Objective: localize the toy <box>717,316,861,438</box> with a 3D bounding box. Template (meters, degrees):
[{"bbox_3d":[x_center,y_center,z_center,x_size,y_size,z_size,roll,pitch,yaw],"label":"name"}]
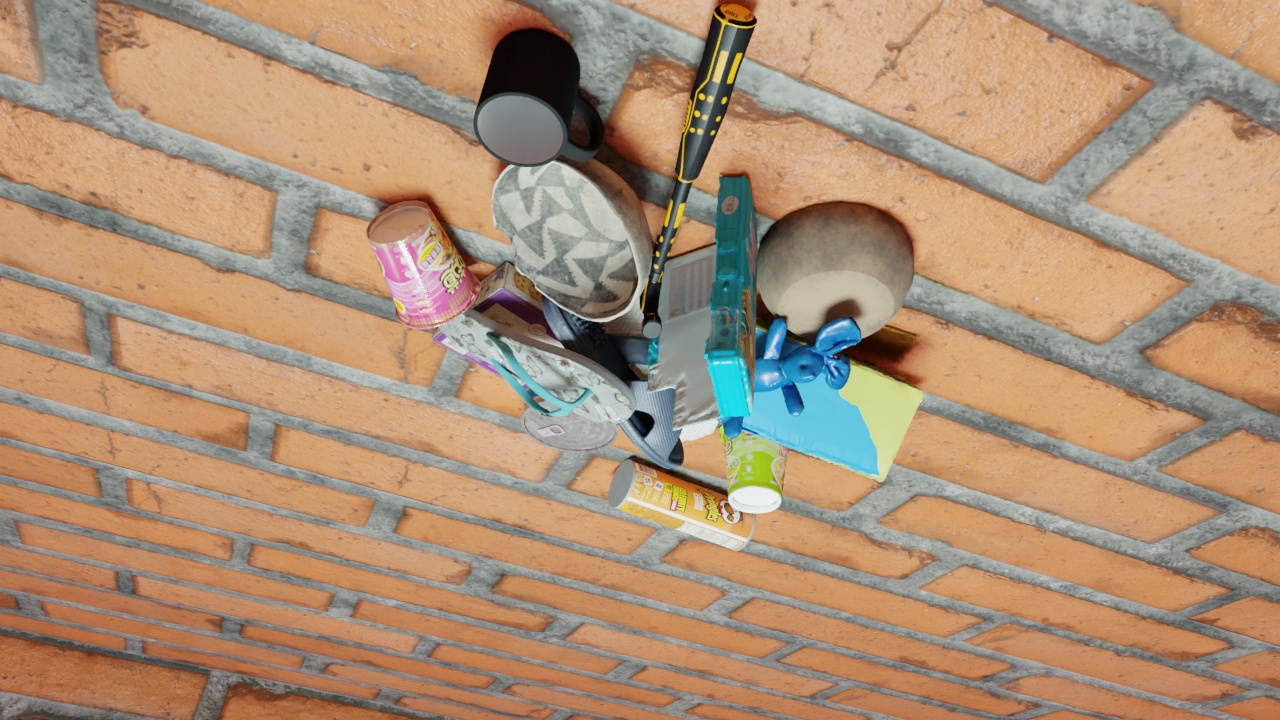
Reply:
[{"bbox_3d":[0.156,0.017,0.961,0.176,0.071,0.113,-30,132,14],"label":"toy"}]

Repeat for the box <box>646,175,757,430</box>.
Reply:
[{"bbox_3d":[0.072,-0.045,0.881,0.086,0.226,0.170,18,143,-15],"label":"box"}]

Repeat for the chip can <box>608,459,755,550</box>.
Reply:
[{"bbox_3d":[0.064,0.218,1.373,0.215,0.075,0.075,23,141,-21],"label":"chip can"}]

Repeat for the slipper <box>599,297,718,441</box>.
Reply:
[{"bbox_3d":[0.021,-0.004,1.096,0.115,0.053,0.273,-10,133,19],"label":"slipper"}]

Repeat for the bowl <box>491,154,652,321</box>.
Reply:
[{"bbox_3d":[-0.052,-0.132,0.890,0.178,0.081,0.179,28,143,23],"label":"bowl"}]

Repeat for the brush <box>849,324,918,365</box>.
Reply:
[{"bbox_3d":[0.252,-0.029,1.053,0.126,0.017,0.049,17,143,-14],"label":"brush"}]

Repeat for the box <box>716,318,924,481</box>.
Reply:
[{"bbox_3d":[0.191,0.040,1.044,0.221,0.082,0.124,19,100,-6],"label":"box"}]

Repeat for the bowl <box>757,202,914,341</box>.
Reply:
[{"bbox_3d":[0.200,-0.080,0.945,0.162,0.070,0.162,4,144,3],"label":"bowl"}]

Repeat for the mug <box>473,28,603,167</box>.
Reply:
[{"bbox_3d":[-0.081,-0.216,0.789,0.113,0.087,0.078,28,139,-27],"label":"mug"}]

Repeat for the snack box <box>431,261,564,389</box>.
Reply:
[{"bbox_3d":[-0.147,-0.035,1.088,0.143,0.040,0.148,32,137,-31],"label":"snack box"}]

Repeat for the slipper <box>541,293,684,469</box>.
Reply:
[{"bbox_3d":[-0.006,0.006,1.016,0.083,0.101,0.263,-29,116,18],"label":"slipper"}]

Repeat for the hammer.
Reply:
[{"bbox_3d":[0.041,-0.170,0.838,0.036,0.123,0.321,8,134,-10],"label":"hammer"}]

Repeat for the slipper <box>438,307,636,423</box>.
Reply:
[{"bbox_3d":[-0.126,0.015,0.989,0.269,0.054,0.098,25,149,23],"label":"slipper"}]

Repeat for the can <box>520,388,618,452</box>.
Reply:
[{"bbox_3d":[-0.092,0.071,1.222,0.130,0.044,0.130,4,144,3],"label":"can"}]

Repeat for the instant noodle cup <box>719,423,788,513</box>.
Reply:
[{"bbox_3d":[0.154,0.140,1.226,0.099,0.107,0.099,4,144,2],"label":"instant noodle cup"}]

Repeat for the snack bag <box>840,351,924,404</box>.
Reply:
[{"bbox_3d":[0.251,0.046,1.135,0.144,0.039,0.131,28,138,-11],"label":"snack bag"}]

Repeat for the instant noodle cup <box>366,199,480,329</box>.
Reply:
[{"bbox_3d":[-0.235,-0.105,0.970,0.098,0.097,0.109,-5,135,15],"label":"instant noodle cup"}]
